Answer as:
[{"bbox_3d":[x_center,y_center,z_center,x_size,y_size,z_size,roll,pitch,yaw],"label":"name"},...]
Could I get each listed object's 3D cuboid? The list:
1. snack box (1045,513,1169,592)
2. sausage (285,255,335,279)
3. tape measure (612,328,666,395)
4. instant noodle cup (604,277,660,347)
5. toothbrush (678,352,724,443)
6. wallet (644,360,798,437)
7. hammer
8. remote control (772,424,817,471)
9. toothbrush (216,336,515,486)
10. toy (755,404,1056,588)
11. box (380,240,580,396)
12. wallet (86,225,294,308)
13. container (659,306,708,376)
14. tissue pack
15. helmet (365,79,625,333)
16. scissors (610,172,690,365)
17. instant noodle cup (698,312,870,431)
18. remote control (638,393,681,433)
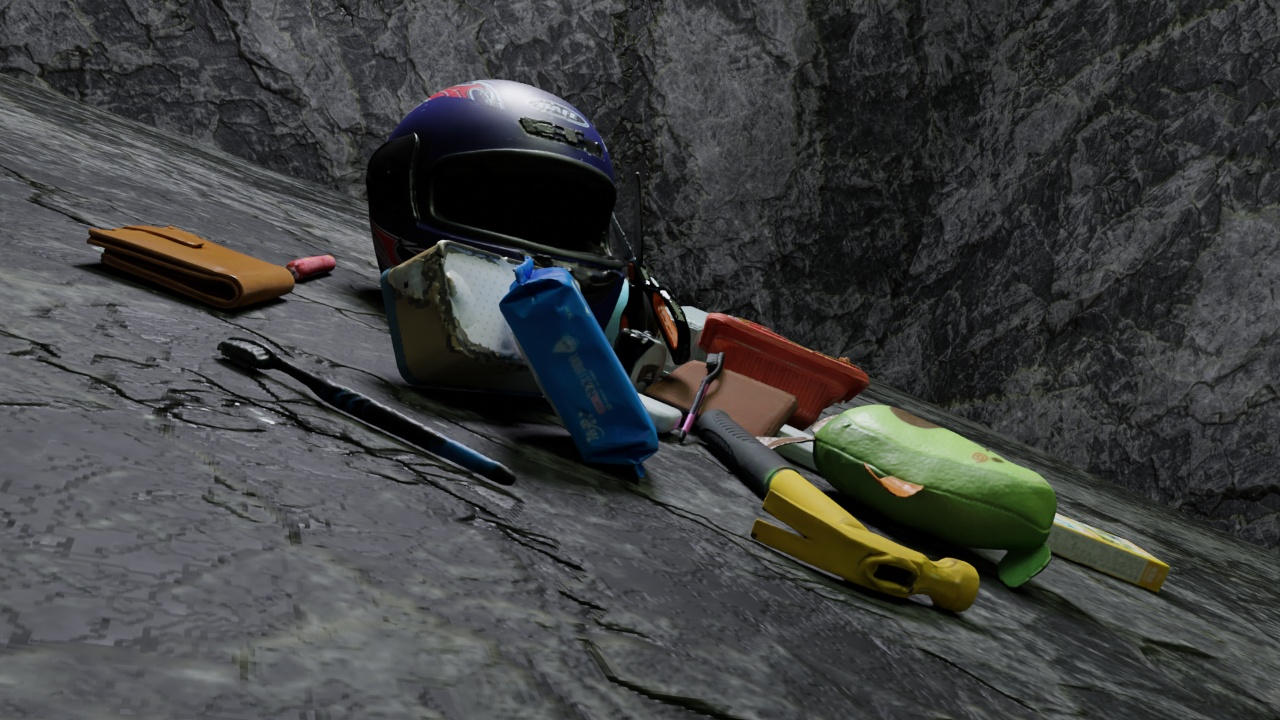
[{"bbox_3d":[0.446,0.184,0.931,0.140,0.034,0.087,19,6,-1],"label":"snack box"},{"bbox_3d":[-0.321,-0.092,0.896,0.020,0.020,0.156,20,6,-9],"label":"sausage"},{"bbox_3d":[-0.005,0.005,0.858,0.033,0.066,0.066,29,12,25],"label":"tape measure"},{"bbox_3d":[-0.050,-0.057,1.102,0.120,0.111,0.111,8,12,-31],"label":"instant noodle cup"},{"bbox_3d":[0.053,0.029,0.828,0.018,0.014,0.188,3,23,15],"label":"toothbrush"},{"bbox_3d":[0.075,0.043,0.861,0.125,0.032,0.101,22,28,24],"label":"wallet"},{"bbox_3d":[0.101,0.088,0.649,0.128,0.033,0.301,20,6,-18],"label":"hammer"},{"bbox_3d":[0.160,0.087,0.879,0.150,0.021,0.058,23,13,25],"label":"remote control"},{"bbox_3d":[-0.147,0.025,0.481,0.189,0.014,0.016,23,8,16],"label":"toothbrush"},{"bbox_3d":[0.222,0.091,0.753,0.247,0.090,0.226,21,12,35],"label":"toy"},{"bbox_3d":[-0.099,-0.025,0.664,0.062,0.089,0.184,-20,-17,25],"label":"box"},{"bbox_3d":[-0.320,-0.069,0.665,0.108,0.031,0.132,21,5,-8],"label":"wallet"},{"bbox_3d":[0.056,-0.019,1.166,0.090,0.090,0.111,23,9,24],"label":"container"},{"bbox_3d":[-0.041,0.005,0.596,0.157,0.052,0.095,60,1,-10],"label":"tissue pack"},{"bbox_3d":[-0.136,-0.158,0.927,0.246,0.240,0.316,6,9,-38],"label":"helmet"},{"bbox_3d":[0.003,-0.070,0.934,0.021,0.221,0.234,-8,42,-21],"label":"scissors"},{"bbox_3d":[0.146,0.022,1.019,0.189,0.079,0.164,21,-11,6],"label":"instant noodle cup"},{"bbox_3d":[-0.032,0.029,0.776,0.136,0.020,0.055,22,5,14],"label":"remote control"}]
